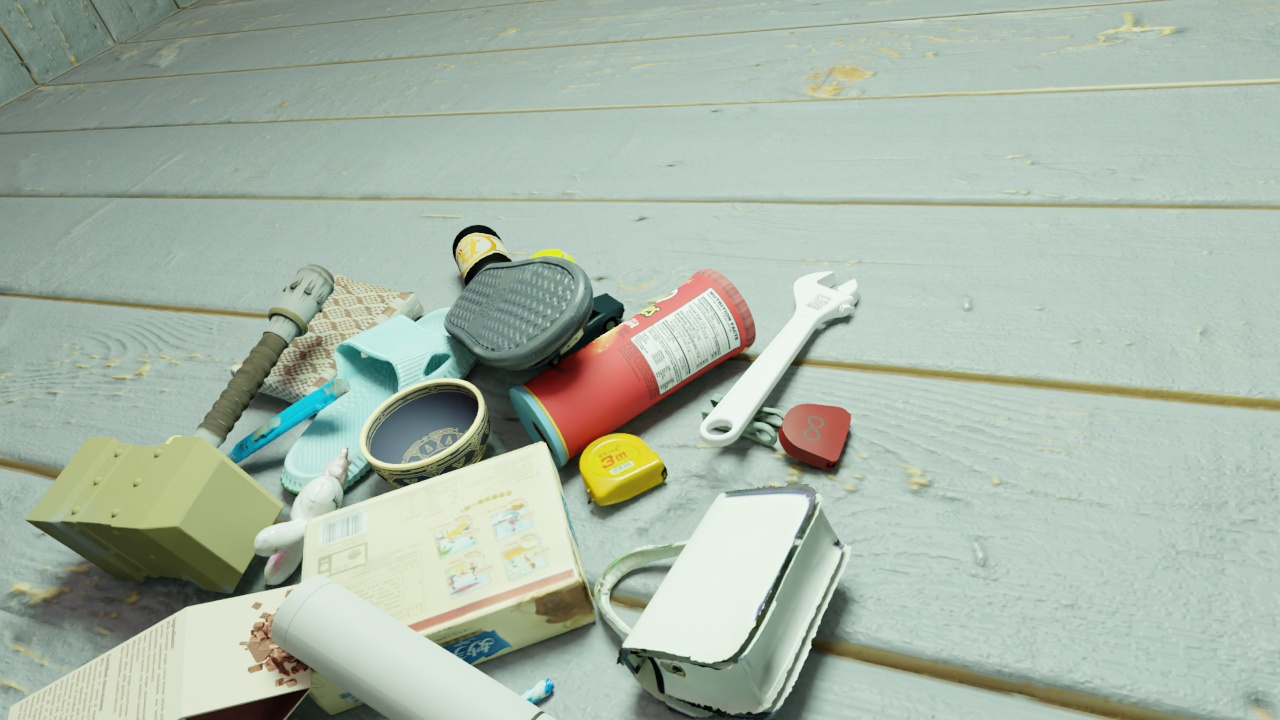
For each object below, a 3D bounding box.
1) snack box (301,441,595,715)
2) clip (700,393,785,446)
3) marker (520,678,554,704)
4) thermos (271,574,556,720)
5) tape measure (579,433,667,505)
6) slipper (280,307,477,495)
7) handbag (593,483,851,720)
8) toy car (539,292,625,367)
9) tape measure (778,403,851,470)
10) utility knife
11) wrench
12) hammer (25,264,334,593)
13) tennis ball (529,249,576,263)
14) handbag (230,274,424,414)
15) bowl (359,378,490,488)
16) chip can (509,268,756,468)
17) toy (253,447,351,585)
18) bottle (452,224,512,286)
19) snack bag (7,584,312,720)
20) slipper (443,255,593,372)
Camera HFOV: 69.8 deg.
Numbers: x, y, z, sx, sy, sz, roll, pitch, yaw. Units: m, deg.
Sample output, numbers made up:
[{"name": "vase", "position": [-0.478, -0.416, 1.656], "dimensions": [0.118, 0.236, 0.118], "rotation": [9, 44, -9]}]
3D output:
[{"name": "snack box", "position": [-0.150, 0.159, 0.701], "dimensions": [0.207, 0.055, 0.153], "rotation": [-19, 38, -3]}, {"name": "clip", "position": [0.089, 0.050, 0.780], "dimensions": [0.076, 0.023, 0.043], "rotation": [16, 49, 37]}, {"name": "marker", "position": [-0.119, 0.254, 0.608], "dimensions": [0.141, 0.013, 0.013], "rotation": [-29, 39, -17]}, {"name": "thermos", "position": [-0.132, 0.211, 0.582], "dimensions": [0.224, 0.052, 0.052], "rotation": [25, 51, 17]}, {"name": "tape measure", "position": [-0.021, 0.090, 0.762], "dimensions": [0.068, 0.030, 0.059], "rotation": [-24, 38, -16]}, {"name": "slipper", "position": [-0.253, 0.022, 0.905], "dimensions": [0.116, 0.070, 0.275], "rotation": [12, 46, 28]}, {"name": "handbag", "position": [0.043, 0.163, 0.632], "dimensions": [0.176, 0.074, 0.150], "rotation": [-9, 32, 41]}, {"name": "toy car", "position": [-0.068, -0.033, 0.931], "dimensions": [0.112, 0.034, 0.046], "rotation": [-32, 40, -20]}, {"name": "tape measure", "position": [0.140, 0.058, 0.744], "dimensions": [0.051, 0.019, 0.058], "rotation": [22, 48, 10]}, {"name": "utility knife", "position": [-0.357, 0.071, 0.876], "dimensions": [0.207, 0.015, 0.031], "rotation": [-33, 41, 13]}, {"name": "wrench", "position": [0.126, -0.008, 0.821], "dimensions": [0.066, 0.018, 0.272], "rotation": [11, 39, 32]}, {"name": "hammer", "position": [-0.371, 0.036, 0.840], "dimensions": [0.191, 0.101, 0.323], "rotation": [-3, 49, 29]}, {"name": "tennis ball", "position": [-0.096, -0.086, 0.982], "dimensions": [0.065, 0.065, 0.065], "rotation": [-10, 38, 8]}, {"name": "handbag", "position": [-0.339, -0.020, 1.006], "dimensions": [0.124, 0.047, 0.185], "rotation": [14, 46, 22]}, {"name": "bowl", "position": [-0.183, 0.075, 0.814], "dimensions": [0.112, 0.061, 0.112], "rotation": [-10, 38, 8]}, {"name": "chip can", "position": [-0.005, 0.005, 0.819], "dimensions": [0.213, 0.087, 0.087], "rotation": [-32, 40, -18]}, {"name": "toy", "position": [-0.278, 0.129, 0.779], "dimensions": [0.037, 0.076, 0.125], "rotation": [27, 48, 3]}, {"name": "bottle", "position": [-0.163, -0.088, 1.014], "dimensions": [0.059, 0.059, 0.181], "rotation": [-23, 38, -8]}, {"name": "snack bag", "position": [-0.320, 0.238, 0.629], "dimensions": [0.206, 0.070, 0.094], "rotation": [-29, 39, -3]}, {"name": "slipper", "position": [-0.105, -0.031, 0.850], "dimensions": [0.110, 0.083, 0.268], "rotation": [-56, 27, -10]}]
